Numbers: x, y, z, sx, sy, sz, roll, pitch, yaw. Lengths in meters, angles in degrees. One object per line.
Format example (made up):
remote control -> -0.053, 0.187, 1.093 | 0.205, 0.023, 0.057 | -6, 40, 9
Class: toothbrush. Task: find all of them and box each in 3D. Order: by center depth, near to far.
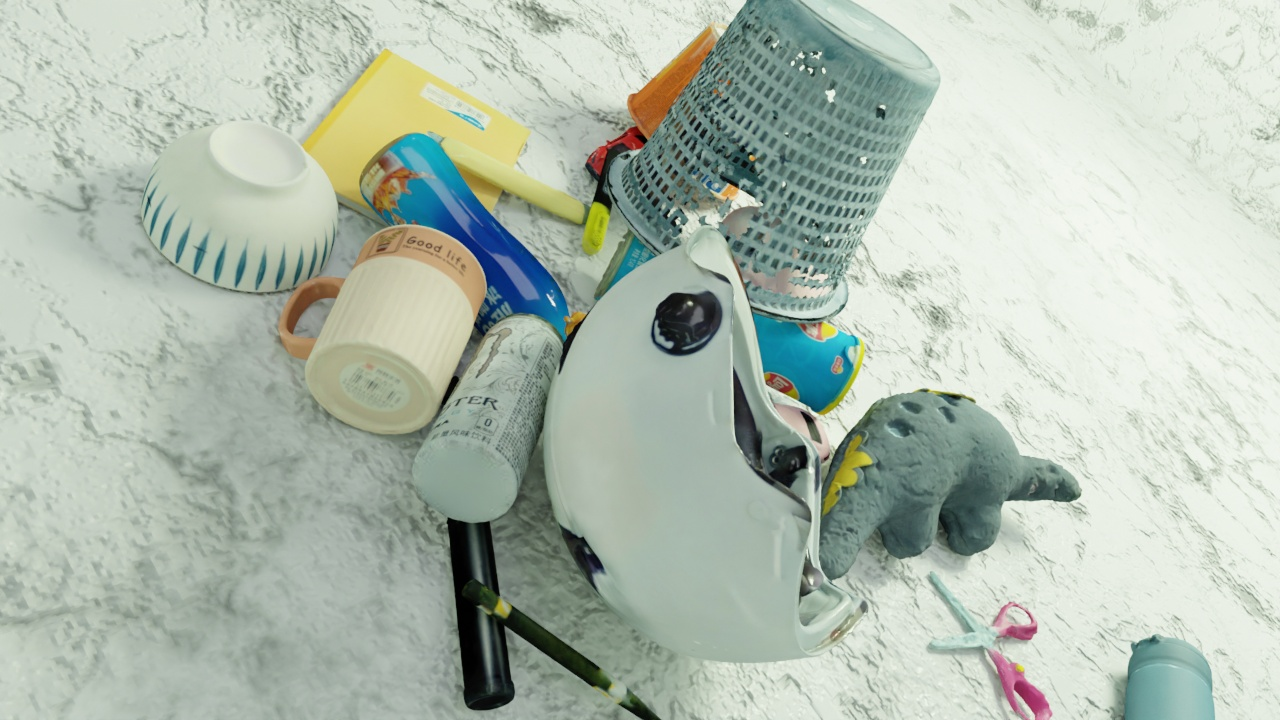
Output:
toothbrush -> -0.022, 0.173, 0.505 | 0.186, 0.012, 0.017 | 40, 31, -15
toothbrush -> -0.101, 0.093, 0.533 | 0.027, 0.026, 0.212 | 15, 44, -36

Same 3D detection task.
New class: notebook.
notebook -> -0.175, -0.170, 0.737 | 0.146, 0.010, 0.205 | 27, 41, -14

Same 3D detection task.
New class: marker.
marker -> -0.031, -0.141, 0.799 | 0.018, 0.015, 0.123 | 27, 52, -21

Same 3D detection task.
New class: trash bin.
trash bin -> 0.114, -0.173, 0.709 | 0.226, 0.196, 0.226 | 21, 35, -15

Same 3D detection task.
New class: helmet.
helmet -> 0.023, 0.058, 0.546 | 0.229, 0.146, 0.258 | 49, 23, -59

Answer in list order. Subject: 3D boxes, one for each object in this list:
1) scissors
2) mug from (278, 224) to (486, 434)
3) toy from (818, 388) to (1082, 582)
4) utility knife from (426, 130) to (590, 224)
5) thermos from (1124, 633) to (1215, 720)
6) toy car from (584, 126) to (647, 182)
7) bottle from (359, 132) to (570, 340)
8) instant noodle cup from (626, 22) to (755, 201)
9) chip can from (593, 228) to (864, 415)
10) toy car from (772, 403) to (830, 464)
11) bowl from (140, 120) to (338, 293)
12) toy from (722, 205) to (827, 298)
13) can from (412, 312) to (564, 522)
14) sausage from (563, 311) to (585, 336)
scissors -> 0.274, 0.216, 0.714 | 0.135, 0.017, 0.133 | -17, 60, -42
mug -> -0.162, -0.021, 0.560 | 0.114, 0.082, 0.105 | 6, 45, 3
toy -> 0.241, 0.092, 0.748 | 0.355, 0.092, 0.137 | -2, 67, -36
utility knife -> -0.102, -0.148, 0.753 | 0.162, 0.018, 0.030 | 26, 41, -37
thermos -> 0.400, 0.299, 0.691 | 0.070, 0.070, 0.219 | 42, 39, 3
toy car -> -0.012, -0.190, 0.866 | 0.049, 0.031, 0.106 | 41, 41, 4
bottle -> -0.103, -0.059, 0.638 | 0.218, 0.065, 0.065 | 49, 40, 2
instant noodle cup -> 0.078, -0.248, 0.901 | 0.151, 0.112, 0.151 | 34, 29, -22
chip can -> 0.071, -0.033, 0.735 | 0.210, 0.071, 0.071 | 27, 41, -8
toy car -> 0.098, 0.056, 0.712 | 0.122, 0.037, 0.056 | 9, 47, -30
bowl -> -0.246, -0.107, 0.578 | 0.116, 0.066, 0.116 | 21, 43, -21
toy -> 0.117, -0.071, 0.833 | 0.121, 0.054, 0.159 | 26, 52, -14
can -> -0.085, 0.029, 0.547 | 0.058, 0.058, 0.146 | 31, 31, -10
sausage -> -0.004, 0.004, 0.649 | 0.165, 0.021, 0.021 | 34, 31, -48
